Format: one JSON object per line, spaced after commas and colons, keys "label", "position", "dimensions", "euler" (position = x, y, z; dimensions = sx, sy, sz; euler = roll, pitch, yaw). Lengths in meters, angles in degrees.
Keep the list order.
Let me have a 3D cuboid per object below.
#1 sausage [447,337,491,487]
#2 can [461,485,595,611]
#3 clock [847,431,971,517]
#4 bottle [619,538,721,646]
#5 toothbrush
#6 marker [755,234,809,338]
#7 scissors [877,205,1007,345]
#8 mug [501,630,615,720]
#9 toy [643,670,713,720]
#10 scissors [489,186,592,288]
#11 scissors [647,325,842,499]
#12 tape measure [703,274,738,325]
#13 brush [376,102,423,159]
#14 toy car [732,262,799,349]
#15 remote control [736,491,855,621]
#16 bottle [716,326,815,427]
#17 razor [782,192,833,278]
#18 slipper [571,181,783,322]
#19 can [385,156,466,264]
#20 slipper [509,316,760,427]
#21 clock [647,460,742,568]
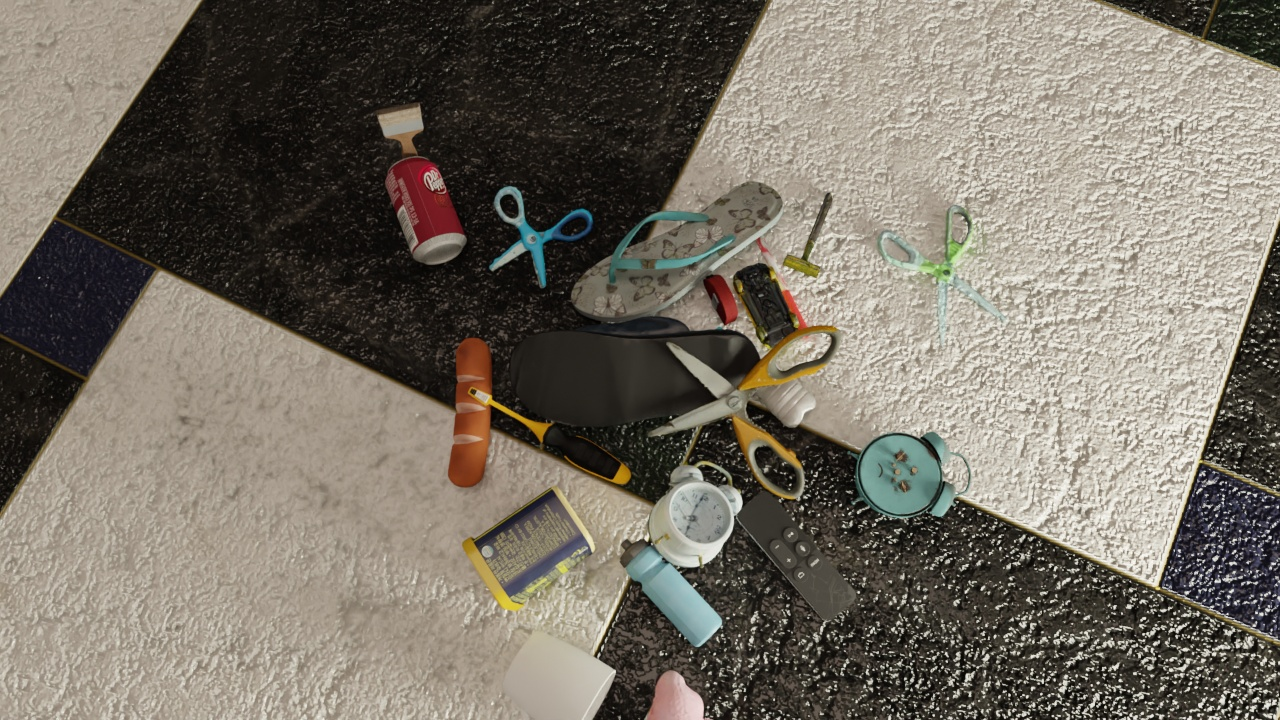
{"label": "sausage", "position": [-0.184, 0.056, 0.998], "dimensions": [0.039, 0.044, 0.164], "euler": [-4, 74, 20]}
{"label": "can", "position": [-0.107, 0.188, 0.917], "dimensions": [0.104, 0.135, 0.075], "euler": [-33, 77, -10]}
{"label": "clock", "position": [0.284, 0.121, 0.967], "dimensions": [0.124, 0.053, 0.090], "euler": [-1, 76, 1]}
{"label": "bottle", "position": [0.027, 0.235, 0.949], "dimensions": [0.040, 0.040, 0.130], "euler": [-43, 79, -9]}
{"label": "toothbrush", "position": [-0.097, 0.080, 0.983], "dimensions": [0.196, 0.031, 0.031], "euler": [30, 79, -4]}
{"label": "marker", "position": [0.160, -0.090, 1.046], "dimensions": [0.013, 0.013, 0.142], "euler": [-22, 76, -5]}
{"label": "scissors", "position": [0.341, -0.099, 1.047], "dimensions": [0.165, 0.024, 0.171], "euler": [11, 74, -2]}
{"label": "mug", "position": [-0.089, 0.335, 0.914], "dimensions": [0.088, 0.080, 0.114], "euler": [28, 109, 14]}
{"label": "toy", "position": [0.037, 0.370, 0.908], "dimensions": [0.093, 0.050, 0.102], "euler": [27, 74, 11]}
{"label": "scissors", "position": [-0.117, -0.148, 1.067], "dimensions": [0.140, 0.011, 0.134], "euler": [-14, 73, -4]}
{"label": "scissors", "position": [0.120, 0.052, 0.957], "dimensions": [0.225, 0.016, 0.230], "euler": [-26, 105, 5]}
{"label": "tape measure", "position": [0.088, -0.072, 1.022], "dimensions": [0.019, 0.051, 0.059], "euler": [-24, 77, -5]}
{"label": "brush", "position": [-0.263, -0.244, 1.026], "dimensions": [0.045, 0.143, 0.008], "euler": [-15, 77, -12]}
{"label": "toy car", "position": [0.141, -0.060, 1.029], "dimensions": [0.049, 0.030, 0.107], "euler": [-20, 74, -6]}
{"label": "remote control", "position": [0.164, 0.206, 0.970], "dimensions": [0.045, 0.008, 0.146], "euler": [-39, 78, -9]}
{"label": "bottle", "position": [0.129, 0.015, 1.002], "dimensions": [0.136, 0.044, 0.044], "euler": [43, 80, 11]}
{"label": "razor", "position": [0.202, -0.148, 1.056], "dimensions": [0.042, 0.026, 0.105], "euler": [21, 73, 8]}
{"label": "slipper", "position": [0.044, -0.127, 1.024], "dimensions": [0.268, 0.055, 0.098], "euler": [-30, 57, -8]}
{"label": "can", "position": [-0.246, -0.171, 1.048], "dimensions": [0.063, 0.063, 0.114], "euler": [-23, 76, -5]}
{"label": "slipper", "position": [-0.006, 0.006, 0.995], "dimensions": [0.265, 0.083, 0.109], "euler": [-4, 108, 1]}
{"label": "clock", "position": [0.058, 0.157, 0.956], "dimensions": [0.083, 0.057, 0.117], "euler": [27, 56, 0]}
